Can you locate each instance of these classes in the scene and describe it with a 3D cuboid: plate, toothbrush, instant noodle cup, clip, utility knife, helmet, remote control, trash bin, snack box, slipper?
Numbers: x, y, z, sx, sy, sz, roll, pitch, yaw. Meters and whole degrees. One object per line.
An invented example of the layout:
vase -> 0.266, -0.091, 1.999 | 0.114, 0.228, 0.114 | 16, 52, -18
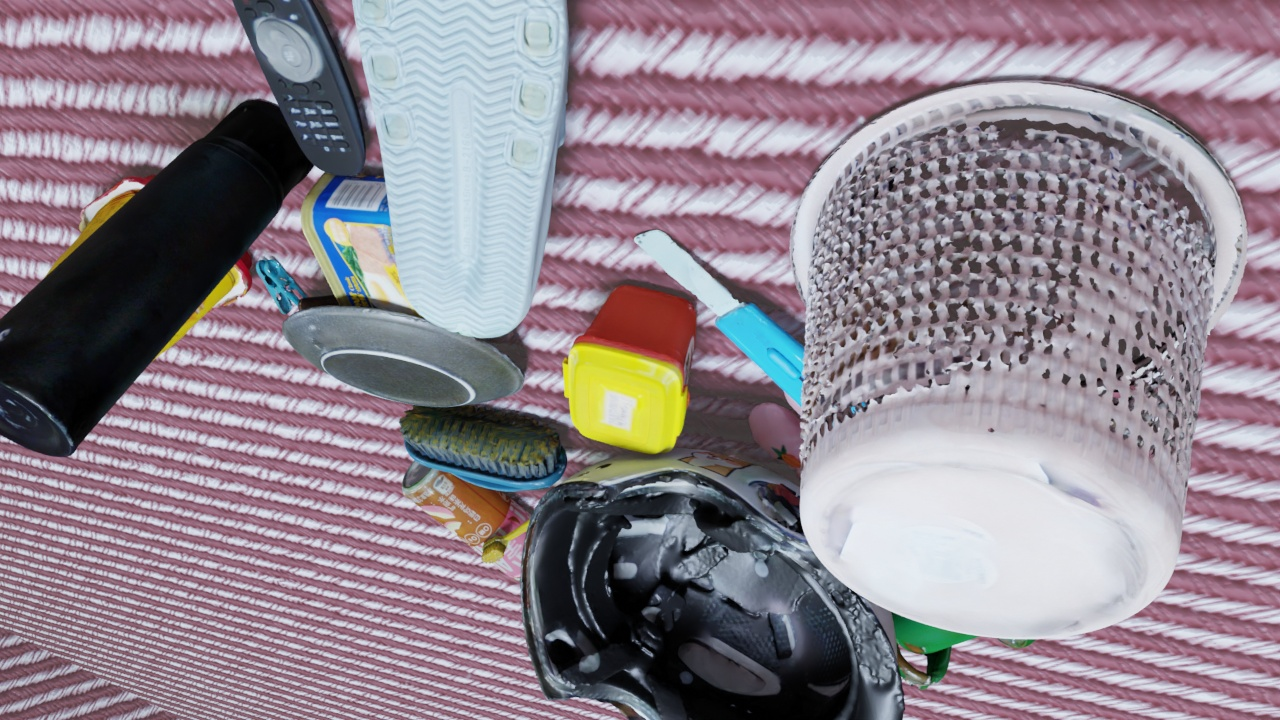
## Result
plate -> -0.176, 0.006, 0.680 | 0.179, 0.024, 0.180 | 9, 160, 3
toothbrush -> -0.069, 0.127, 0.778 | 0.191, 0.016, 0.015 | -34, 118, 26
instant noodle cup -> -0.375, -0.054, 0.676 | 0.116, 0.123, 0.116 | -14, 129, 36
clip -> -0.279, -0.057, 0.715 | 0.038, 0.013, 0.055 | 3, 139, 22
utility knife -> 0.080, -0.007, 0.569 | 0.216, 0.018, 0.034 | 42, 118, -2
helmet -> 0.058, 0.163, 0.648 | 0.274, 0.156, 0.230 | 18, 115, 19
remote control -> -0.195, -0.170, 0.536 | 0.053, 0.024, 0.137 | 9, 138, 18
trash bin -> 0.167, 0.014, 0.443 | 0.227, 0.191, 0.228 | 14, 140, 11
snack box -> -0.004, 0.003, 0.599 | 0.082, 0.079, 0.091 | 14, 141, 9
slipper -> -0.087, -0.126, 0.492 | 0.104, 0.074, 0.246 | 8, 123, 5

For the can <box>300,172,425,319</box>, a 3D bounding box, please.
can -> -0.161, -0.073, 0.606 | 0.083, 0.057, 0.102 | 7, 139, 15

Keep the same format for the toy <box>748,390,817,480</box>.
toy -> 0.151, 0.071, 0.629 | 0.159, 0.054, 0.122 | 33, 139, -1

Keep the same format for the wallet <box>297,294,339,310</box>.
wallet -> -0.193, -0.019, 0.714 | 0.122, 0.020, 0.096 | -3, 140, 26

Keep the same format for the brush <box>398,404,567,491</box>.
brush -> -0.128, 0.077, 0.763 | 0.144, 0.055, 0.074 | 10, 139, 15

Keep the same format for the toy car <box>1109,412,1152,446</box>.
toy car -> 0.287, 0.066, 0.569 | 0.042, 0.035, 0.090 | 9, 142, 18

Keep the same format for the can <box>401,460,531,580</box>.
can -> -0.148, 0.140, 0.843 | 0.058, 0.057, 0.147 | -21, 125, 40

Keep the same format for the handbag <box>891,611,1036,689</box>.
handbag -> 0.230, 0.159, 0.636 | 0.068, 0.119, 0.132 | 34, 142, -5

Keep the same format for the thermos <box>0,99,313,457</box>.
thermos -> -0.284, -0.055, 0.536 | 0.090, 0.241, 0.068 | -21, 124, 40
